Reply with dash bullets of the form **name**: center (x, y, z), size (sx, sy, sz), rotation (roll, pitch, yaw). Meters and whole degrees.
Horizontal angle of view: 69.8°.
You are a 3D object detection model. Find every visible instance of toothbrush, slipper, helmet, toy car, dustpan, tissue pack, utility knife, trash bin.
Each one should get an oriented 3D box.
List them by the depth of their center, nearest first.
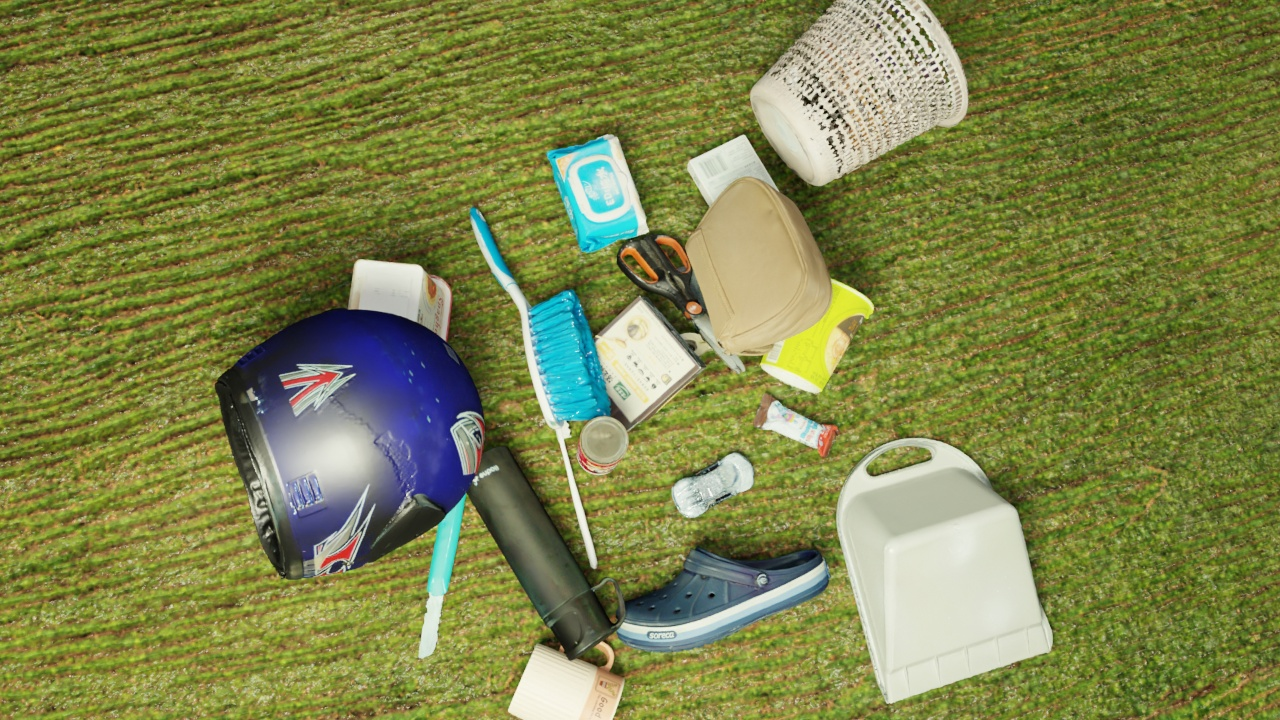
- **helmet**: center (-0.287, 0.086, 0.955), size (0.239, 0.316, 0.247), rotation (-18, 66, -28)
- **slipper**: center (0.091, 0.253, 1.030), size (0.252, 0.105, 0.095), rotation (-15, 86, -10)
- **utility knife**: center (-0.229, 0.229, 1.055), size (0.029, 0.013, 0.219), rotation (9, 75, -5)
- **toothbrush**: center (-0.073, 0.156, 1.084), size (0.016, 0.016, 0.180), rotation (-12, 79, -12)
- **toy car**: center (0.088, 0.148, 1.092), size (0.105, 0.031, 0.049), rotation (-27, 82, -11)
- **dustpan**: center (0.351, 0.236, 1.108), size (0.222, 0.142, 0.258), rotation (-14, 109, -8)
- **trash bin**: center (0.252, -0.329, 1.127), size (0.192, 0.227, 0.227), rotation (-37, 83, 1)
- **tissue pack**: center (-0.052, -0.207, 1.137), size (0.090, 0.063, 0.140), rotation (-18, 80, -9)

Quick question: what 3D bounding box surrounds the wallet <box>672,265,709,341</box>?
- **wallet**: center (0.097, -0.082, 1.125), size (0.097, 0.019, 0.120), rotation (-23, 55, -8)

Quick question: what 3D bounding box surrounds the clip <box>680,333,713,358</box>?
- **clip**: center (0.077, -0.019, 1.120), size (0.100, 0.074, 0.034), rotation (-14, 79, -6)

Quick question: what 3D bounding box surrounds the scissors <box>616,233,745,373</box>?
- **scissors**: center (0.068, -0.076, 1.099), size (0.235, 0.022, 0.138), rotation (36, 53, 16)

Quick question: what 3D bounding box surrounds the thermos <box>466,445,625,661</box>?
- **thermos**: center (-0.107, 0.207, 1.025), size (0.090, 0.068, 0.242), rotation (-31, 74, -13)

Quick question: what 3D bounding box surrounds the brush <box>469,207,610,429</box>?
- **brush**: center (-0.124, -0.064, 1.081), size (0.110, 0.060, 0.314), rotation (-22, 72, 17)

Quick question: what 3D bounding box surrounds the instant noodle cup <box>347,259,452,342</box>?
- **instant noodle cup**: center (-0.282, -0.058, 1.054), size (0.116, 0.124, 0.116), rotation (5, 78, -4)

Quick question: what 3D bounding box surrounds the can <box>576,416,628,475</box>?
- **can**: center (-0.044, 0.099, 1.038), size (0.053, 0.133, 0.053), rotation (1, 78, -5)

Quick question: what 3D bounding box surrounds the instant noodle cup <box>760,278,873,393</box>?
- **instant noodle cup**: center (0.205, -0.030, 1.107), size (0.111, 0.112, 0.123), rotation (25, 85, 0)

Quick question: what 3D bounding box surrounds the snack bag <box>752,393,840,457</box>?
- **snack bag**: center (0.190, 0.080, 1.117), size (0.105, 0.026, 0.045), rotation (24, 80, 3)

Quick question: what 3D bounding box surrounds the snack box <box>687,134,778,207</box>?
- **snack box**: center (0.134, -0.204, 1.172), size (0.084, 0.027, 0.156), rotation (-28, 82, -10)

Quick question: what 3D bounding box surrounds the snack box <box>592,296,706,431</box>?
- **snack box**: center (-0.006, 0.006, 1.087), size (0.126, 0.053, 0.113), rotation (-42, 80, 13)

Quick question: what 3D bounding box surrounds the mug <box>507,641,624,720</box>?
- **mug**: center (-0.076, 0.357, 1.014), size (0.106, 0.082, 0.114), rotation (23, 50, 1)

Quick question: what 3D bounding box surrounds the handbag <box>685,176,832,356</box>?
- **handbag**: center (0.136, -0.105, 1.058), size (0.148, 0.099, 0.204), rotation (-37, 48, 28)
